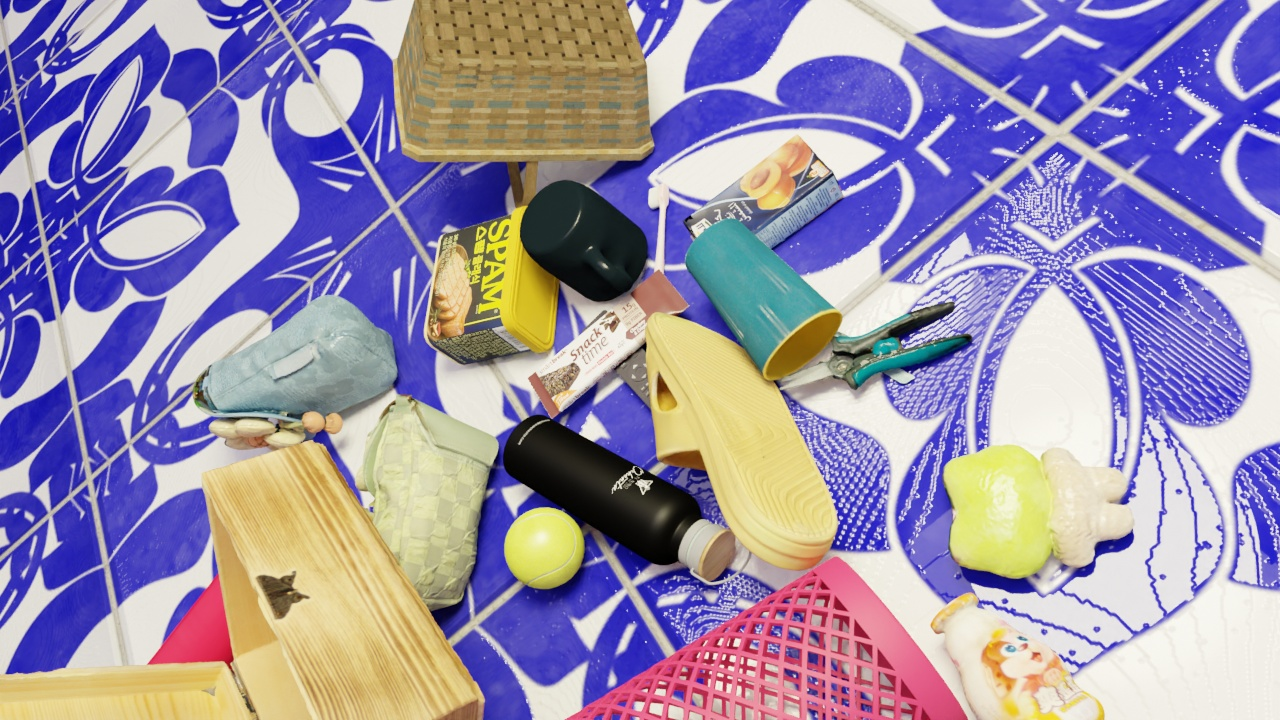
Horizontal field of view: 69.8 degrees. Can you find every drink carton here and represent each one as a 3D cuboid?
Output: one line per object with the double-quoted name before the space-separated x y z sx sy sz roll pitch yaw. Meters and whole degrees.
"drink carton" 0.107 -0.134 0.814 0.130 0.040 0.064 -36 53 7

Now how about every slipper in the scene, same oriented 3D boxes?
"slipper" 0.065 0.062 0.700 0.079 0.099 0.263 -65 29 30

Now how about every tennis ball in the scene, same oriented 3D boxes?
"tennis ball" -0.078 0.153 0.750 0.065 0.065 0.065 -12 60 22

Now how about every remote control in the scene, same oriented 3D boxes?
"remote control" -0.005 0.005 0.818 0.032 0.015 0.136 -44 53 1

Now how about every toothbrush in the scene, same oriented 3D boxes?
"toothbrush" 0.015 -0.090 0.857 0.018 0.015 0.180 -14 59 29

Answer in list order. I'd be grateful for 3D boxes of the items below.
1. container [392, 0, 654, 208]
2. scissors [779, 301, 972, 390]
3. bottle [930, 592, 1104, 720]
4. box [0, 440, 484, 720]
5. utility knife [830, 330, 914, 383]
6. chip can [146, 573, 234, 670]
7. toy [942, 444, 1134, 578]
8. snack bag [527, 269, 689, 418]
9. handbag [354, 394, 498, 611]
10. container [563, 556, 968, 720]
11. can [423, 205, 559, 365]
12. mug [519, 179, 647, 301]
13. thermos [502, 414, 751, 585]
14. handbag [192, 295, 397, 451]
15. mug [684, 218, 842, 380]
"container" -0.119 -0.254 0.925 0.249 0.187 0.157 -4 56 -16
"scissors" 0.185 -0.003 0.710 0.140 0.019 0.128 20 69 28
"bottle" 0.228 0.196 0.565 0.063 0.063 0.108 -40 55 4
"box" -0.315 0.284 0.651 0.314 0.283 0.279 -20 46 -33
"utility knife" 0.148 -0.026 0.756 0.179 0.016 0.022 35 86 33
"chip can" -0.377 0.226 0.871 0.069 0.069 0.220 33 84 36
"toy" 0.262 0.098 0.610 0.115 0.046 0.092 -7 63 17
"snack bag" -0.031 -0.016 0.823 0.158 0.013 0.057 -39 52 6
"handbag" -0.202 0.126 0.805 0.117 0.113 0.186 -10 62 32
"container" 0.072 0.241 0.570 0.225 0.183 0.183 -36 54 -2
"can" -0.143 -0.070 0.896 0.104 0.075 0.135 -11 61 26
"mug" -0.045 -0.101 0.835 0.085 0.094 0.121 -48 48 10
"thermos" -0.012 0.114 0.737 0.231 0.061 0.061 24 78 35
"handbag" -0.343 0.029 0.927 0.192 0.122 0.118 -26 55 8
"mug" 0.094 -0.054 0.737 0.078 0.078 0.121 -40 65 5
